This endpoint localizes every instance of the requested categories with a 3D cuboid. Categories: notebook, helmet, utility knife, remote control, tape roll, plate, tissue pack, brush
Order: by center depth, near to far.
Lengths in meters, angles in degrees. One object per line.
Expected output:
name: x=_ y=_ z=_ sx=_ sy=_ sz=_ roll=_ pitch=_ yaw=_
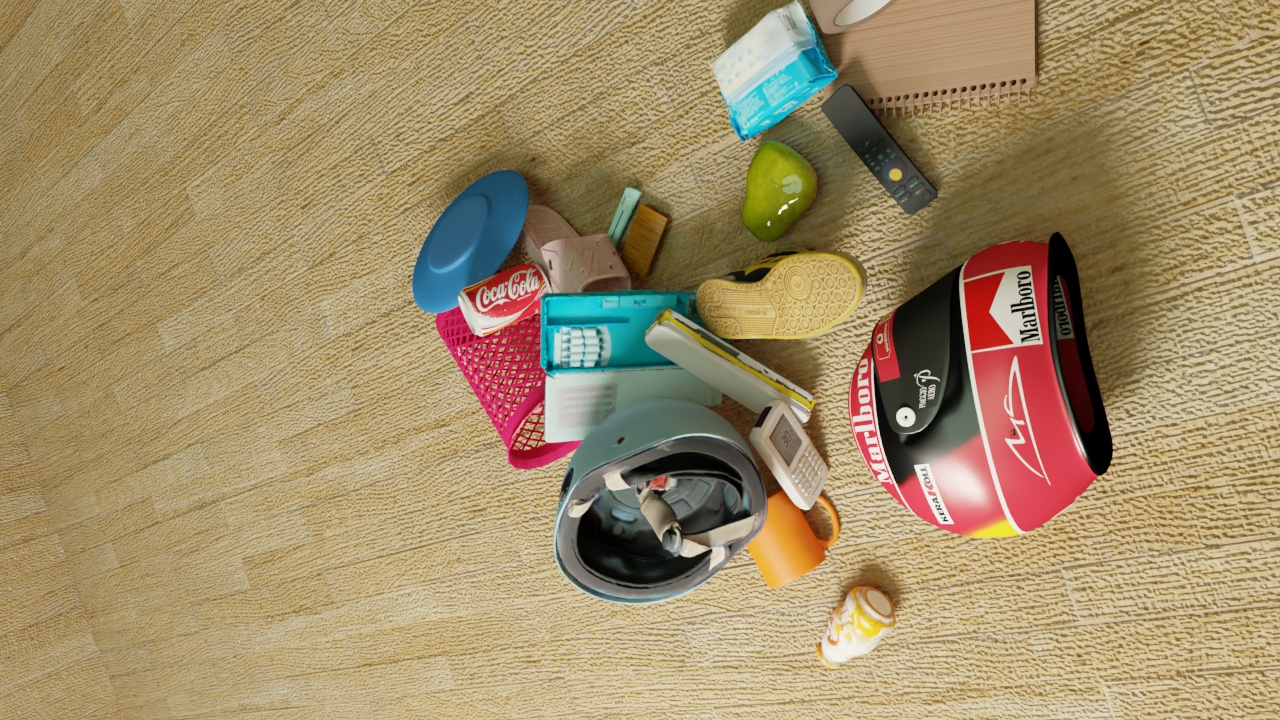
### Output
helmet: x=0.315 y=0.035 z=0.887 sx=0.225 sy=0.197 sz=0.271 roll=-14 pitch=85 yaw=35
tape roll: x=0.214 y=-0.360 z=0.896 sx=0.094 sy=0.093 sz=0.030 roll=-27 pitch=84 yaw=35
notebook: x=0.285 y=-0.335 z=0.924 sx=0.211 sy=0.022 sz=0.169 roll=2 pitch=101 yaw=33
remote control: x=0.250 y=-0.220 z=0.959 sx=0.152 sy=0.020 sz=0.041 roll=51 pitch=131 yaw=-2
tissue pack: x=0.141 y=-0.312 z=0.992 sx=0.145 sy=0.061 sz=0.093 roll=-29 pitch=85 yaw=48
remote control: x=0.171 y=0.108 z=1.045 sx=0.025 sy=0.060 sz=0.138 roll=2 pitch=138 yaw=46
helmet: x=0.016 y=0.156 z=1.052 sx=0.225 sy=0.166 sz=0.266 roll=27 pitch=114 yaw=-19
brush: x=0.000 y=-0.133 z=1.164 sx=0.048 sy=0.017 sz=0.127 roll=33 pitch=117 yaw=23
utility knife: x=-0.029 y=-0.170 z=1.178 sx=0.022 sy=0.015 sz=0.121 roll=38 pitch=122 yaw=19
plate: x=-0.238 y=-0.167 z=1.227 sx=0.225 sy=0.024 sz=0.223 roll=-25 pitch=47 yaw=31

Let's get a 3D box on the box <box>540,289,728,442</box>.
box: x=-0.006 y=0.008 z=1.097 sx=0.039 sy=0.226 sz=0.182 roll=-137 pitch=47 yaw=-68

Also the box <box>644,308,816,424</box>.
box: x=0.102 y=0.013 z=1.052 sx=0.210 sy=0.066 sz=0.044 roll=32 pitch=76 yaw=-6

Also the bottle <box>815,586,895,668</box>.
bottle: x=0.249 y=0.317 z=1.078 sx=0.063 sy=0.063 sz=0.109 roll=43 pitch=122 yaw=18

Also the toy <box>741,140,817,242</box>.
toy: x=0.149 y=-0.186 z=1.032 sx=0.090 sy=0.051 sz=0.110 roll=42 pitch=123 yaw=21

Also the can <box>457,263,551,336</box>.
can: x=-0.167 y=-0.077 z=1.137 sx=0.064 sy=0.104 sz=0.064 roll=56 pitch=162 yaw=29

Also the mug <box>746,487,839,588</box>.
mug: x=0.180 y=0.202 z=1.097 sx=0.113 sy=0.077 sz=0.096 roll=-30 pitch=83 yaw=7

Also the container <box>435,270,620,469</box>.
container: x=-0.160 y=0.000 z=1.218 sx=0.225 sy=0.182 sz=0.184 roll=49 pitch=123 yaw=24

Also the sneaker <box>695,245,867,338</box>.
sneaker: x=0.175 y=-0.079 z=0.980 sx=0.239 sy=0.121 sz=0.086 roll=-4 pitch=105 yaw=55

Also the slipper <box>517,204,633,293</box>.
slipper: x=-0.080 y=-0.133 z=1.156 sx=0.239 sy=0.094 sz=0.065 roll=49 pitch=135 yaw=28
